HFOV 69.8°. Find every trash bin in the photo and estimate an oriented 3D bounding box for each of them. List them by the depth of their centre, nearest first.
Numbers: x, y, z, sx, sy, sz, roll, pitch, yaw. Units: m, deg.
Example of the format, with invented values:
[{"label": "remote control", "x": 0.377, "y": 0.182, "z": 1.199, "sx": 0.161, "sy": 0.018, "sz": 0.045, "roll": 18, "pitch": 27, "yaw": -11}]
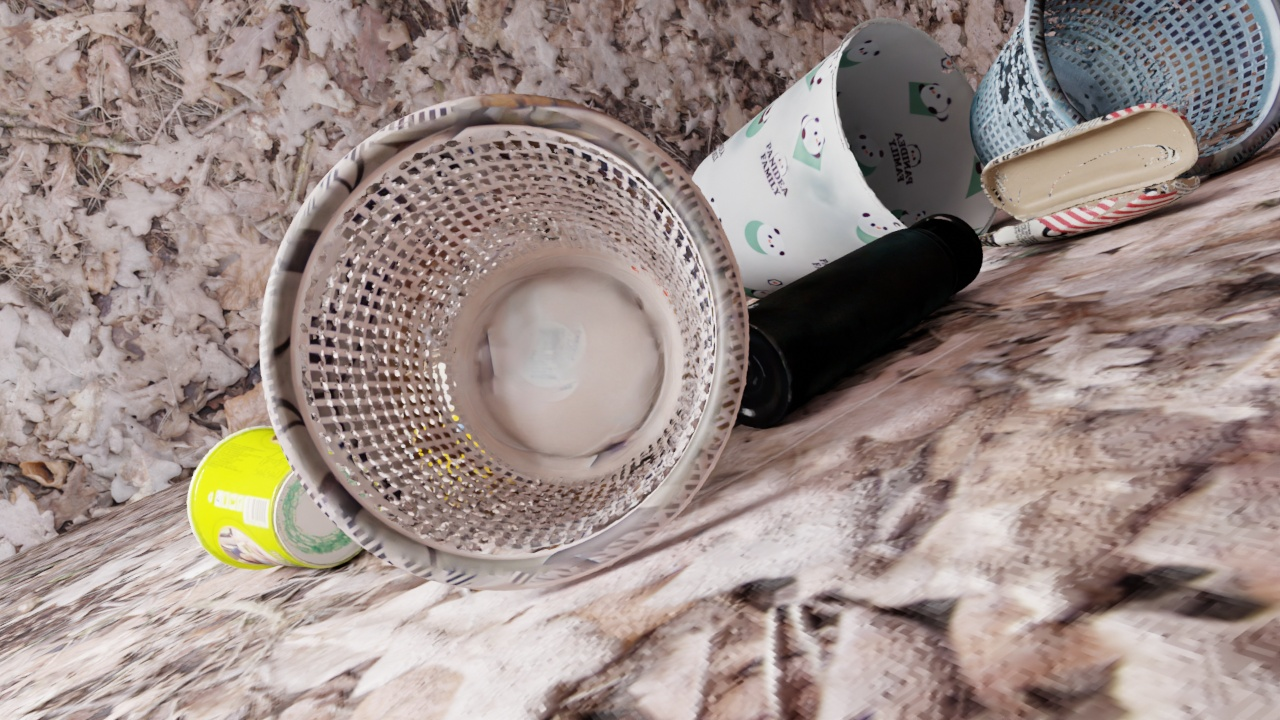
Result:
[{"label": "trash bin", "x": -0.056, "y": -0.004, "z": 0.504, "sx": 0.227, "sy": 0.227, "sz": 0.192, "roll": -22, "pitch": -5, "yaw": 4}, {"label": "trash bin", "x": 0.401, "y": -0.238, "z": 0.805, "sx": 0.226, "sy": 0.226, "sz": 0.195, "roll": -24, "pitch": -6, "yaw": -8}, {"label": "trash bin", "x": 0.195, "y": -0.185, "z": 0.952, "sx": 0.228, "sy": 0.229, "sz": 0.253, "roll": -28, "pitch": 4, "yaw": -36}]

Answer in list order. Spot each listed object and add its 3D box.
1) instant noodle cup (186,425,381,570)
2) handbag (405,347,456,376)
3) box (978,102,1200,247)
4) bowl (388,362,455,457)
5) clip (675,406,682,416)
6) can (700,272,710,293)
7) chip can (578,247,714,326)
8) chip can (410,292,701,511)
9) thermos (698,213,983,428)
[{"label": "instant noodle cup", "x": -0.253, "y": 0.105, "z": 0.673, "sx": 0.124, "sy": 0.112, "sz": 0.111, "roll": -2, "pitch": 20, "yaw": 46}, {"label": "handbag", "x": -0.180, "y": 0.023, "z": 1.020, "sx": 0.205, "sy": 0.100, "sz": 0.147, "roll": -10, "pitch": 11, "yaw": 45}, {"label": "box", "x": 0.327, "y": -0.138, "z": 0.688, "sx": 0.076, "sy": 0.088, "sz": 0.163, "roll": -10, "pitch": -4, "yaw": -32}, {"label": "bowl", "x": -0.159, "y": 0.051, "z": 0.815, "sx": 0.116, "sy": 0.066, "sz": 0.116, "roll": -20, "pitch": 32, "yaw": 13}, {"label": "clip", "x": 0.021, "y": 0.033, "z": 0.676, "sx": 0.039, "sy": 0.014, "sz": 0.055, "roll": -19, "pitch": 10, "yaw": 27}, {"label": "can", "x": 0.106, "y": -0.099, "z": 1.203, "sx": 0.053, "sy": 0.053, "sz": 0.132, "roll": -20, "pitch": 8, "yaw": 19}, {"label": "chip can", "x": -0.005, "y": -0.052, "z": 0.861, "sx": 0.073, "sy": 0.073, "sz": 0.217, "roll": -26, "pitch": 29, "yaw": -22}, {"label": "chip can", "x": -0.049, "y": 0.029, "z": 0.637, "sx": 0.213, "sy": 0.072, "sz": 0.072, "roll": -26, "pitch": 7, "yaw": 4}, {"label": "thermos", "x": 0.137, "y": -0.028, "z": 0.605, "sx": 0.241, "sy": 0.068, "sz": 0.090, "roll": -27, "pitch": -18, "yaw": -40}]
